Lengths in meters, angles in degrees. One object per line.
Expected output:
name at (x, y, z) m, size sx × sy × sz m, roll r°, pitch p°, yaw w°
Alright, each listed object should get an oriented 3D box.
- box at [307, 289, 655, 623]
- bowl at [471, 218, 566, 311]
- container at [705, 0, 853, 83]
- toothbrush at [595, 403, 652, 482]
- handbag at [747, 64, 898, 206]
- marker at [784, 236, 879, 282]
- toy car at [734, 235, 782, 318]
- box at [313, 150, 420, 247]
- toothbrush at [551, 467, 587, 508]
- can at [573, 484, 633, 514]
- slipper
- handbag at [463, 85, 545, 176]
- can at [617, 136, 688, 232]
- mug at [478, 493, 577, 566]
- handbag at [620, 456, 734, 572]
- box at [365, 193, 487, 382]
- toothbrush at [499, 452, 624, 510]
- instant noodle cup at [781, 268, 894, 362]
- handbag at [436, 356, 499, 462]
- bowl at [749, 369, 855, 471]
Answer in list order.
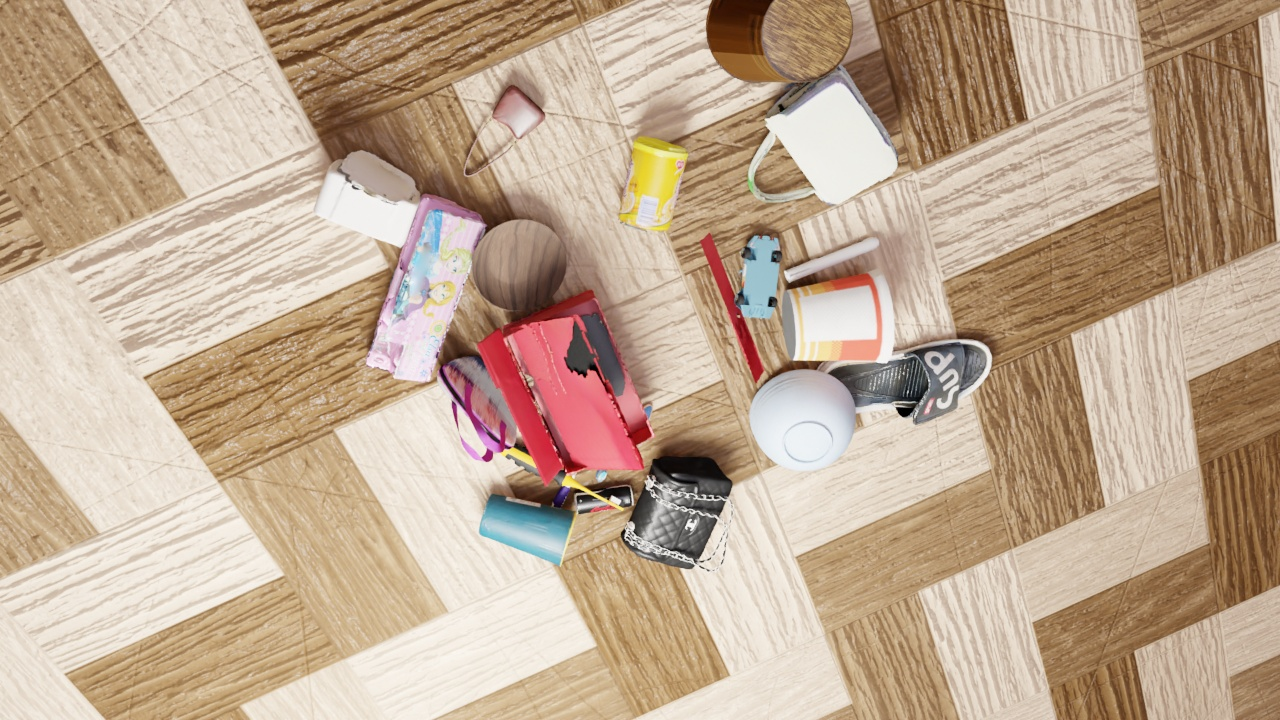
box at (-0.175, 0.094, 1.102) m, size 0.423 × 0.128 × 0.213 m, roll -33°, pitch 110°, yaw -33°
bowl at (-0.153, -0.122, 1.137) m, size 0.119 × 0.032 × 0.119 m, roll -9°, pitch 118°, yaw -18°
container at (0.158, -0.371, 1.025) m, size 0.132 × 0.167 × 0.132 m, roll -4°, pitch 113°, yaw -10°
toothbrush at (-0.023, 0.116, 1.276) m, size 0.021 × 0.017 × 0.135 m, roll 30°, pitch 104°, yaw -21°
handbag at (0.211, -0.264, 1.145) m, size 0.176 × 0.073 × 0.151 m, roll -32°, pitch 115°, yaw 24°
marker at (0.256, -0.135, 1.223) m, size 0.133 × 0.020 × 0.017 m, roll -21°, pitch 113°, yaw -2°
toy car at (0.153, -0.110, 1.208) m, size 0.060 × 0.027 × 0.108 m, roll 3°, pitch 97°, yaw -25°
box at (-0.302, -0.201, 1.043) m, size 0.108 × 0.102 × 0.102 m, roll 19°, pitch 106°, yaw -16°
toothbrush at (-0.115, 0.198, 1.293) m, size 0.016 × 0.015 × 0.187 m, roll 27°, pitch 106°, yaw -20°
can at (-0.052, 0.196, 1.295) m, size 0.080 × 0.031 × 0.031 m, roll -7°, pitch 113°, yaw -8°
slipper at (0.377, 0.033, 1.296) m, size 0.263 × 0.063 × 0.111 m, roll -3°, pitch 113°, yaw -7°
handbag at (-0.170, -0.264, 1.086) m, size 0.055 × 0.029 × 0.120 m, roll 39°, pitch 105°, yaw -21°
can at (0.014, -0.214, 1.118) m, size 0.067 × 0.067 × 0.105 m, roll 8°, pitch 111°, yaw -14°
mug at (-0.155, 0.227, 1.257) m, size 0.121 × 0.078 × 0.078 m, roll 17°, pitch 109°, yaw 0°
handbag at (0.053, 0.219, 1.273) m, size 0.125 × 0.114 × 0.154 m, roll 13°, pitch 113°, yaw -28°
box at (-0.263, -0.081, 1.121) m, size 0.084 × 0.063 × 0.231 m, roll 18°, pitch 107°, yaw -19°
toothbrush at (-0.109, 0.160, 1.258) m, size 0.196 × 0.031 × 0.030 m, roll 29°, pitch 81°, yaw -10°
instant noodle cup at (0.256, -0.052, 1.210) m, size 0.121 × 0.123 × 0.123 m, roll -6°, pitch 113°, yaw -1°
handbag at (-0.200, 0.070, 1.138) m, size 0.068 × 0.170 × 0.144 m, roll -37°, pitch 114°, yaw 5°
bowl at (0.227, 0.096, 1.265) m, size 0.150 × 0.074 × 0.151 m, roll 2°, pitch 119°, yaw 3°
